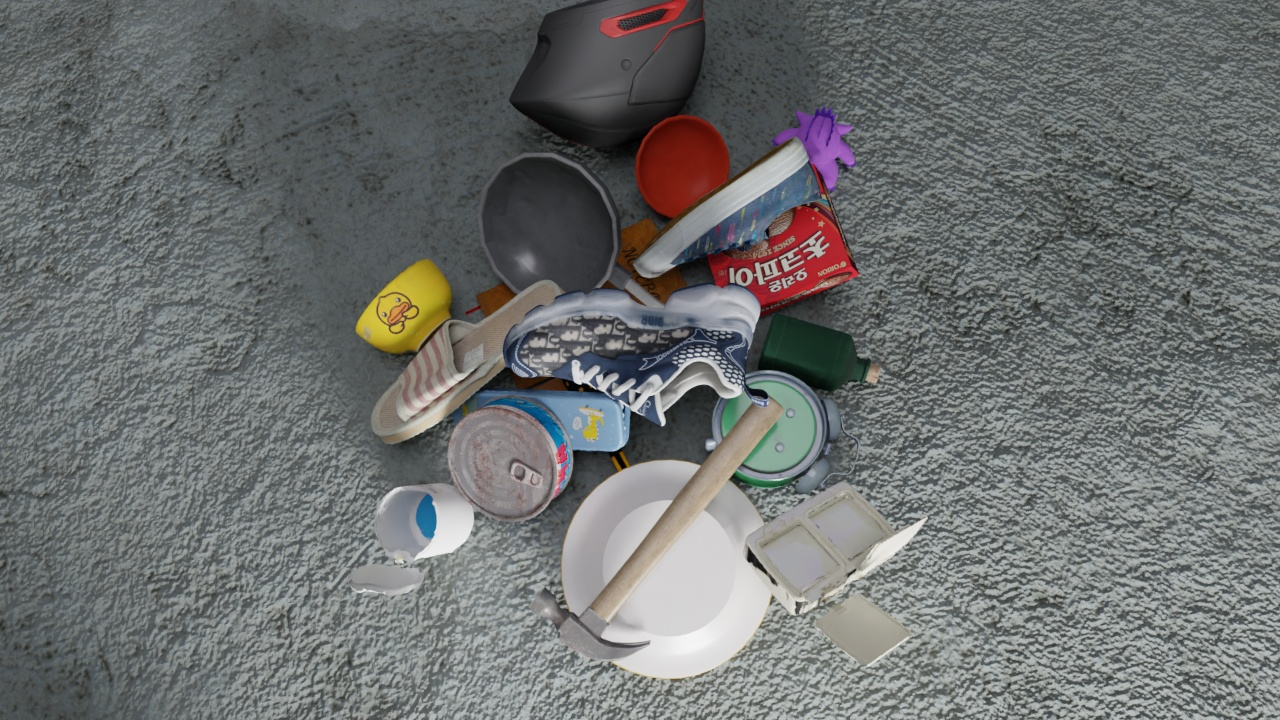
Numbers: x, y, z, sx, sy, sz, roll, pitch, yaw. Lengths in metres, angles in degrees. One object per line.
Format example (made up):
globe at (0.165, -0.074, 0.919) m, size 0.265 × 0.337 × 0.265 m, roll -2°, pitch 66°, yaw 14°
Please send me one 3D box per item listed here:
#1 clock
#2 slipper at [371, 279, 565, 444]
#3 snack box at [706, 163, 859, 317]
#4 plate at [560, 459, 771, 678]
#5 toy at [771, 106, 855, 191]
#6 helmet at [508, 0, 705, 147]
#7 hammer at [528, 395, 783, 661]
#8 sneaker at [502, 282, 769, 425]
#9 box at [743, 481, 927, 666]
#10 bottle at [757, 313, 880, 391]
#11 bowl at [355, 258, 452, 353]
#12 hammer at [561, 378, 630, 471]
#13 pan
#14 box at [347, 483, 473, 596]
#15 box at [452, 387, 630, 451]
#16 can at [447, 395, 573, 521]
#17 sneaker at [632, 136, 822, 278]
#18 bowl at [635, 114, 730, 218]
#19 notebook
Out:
clock at (0.158, 0.082, 1.004) m, size 0.162 × 0.075 × 0.121 m, roll 17°, pitch 74°, yaw 9°
slipper at (-0.196, -0.006, 1.014) m, size 0.263 × 0.052 × 0.115 m, roll -36°, pitch 37°, yaw 3°
snack box at (0.156, -0.132, 1.062) m, size 0.152 × 0.035 × 0.132 m, roll -23°, pitch 70°, yaw 22°
plate at (0.030, 0.219, 0.975) m, size 0.230 × 0.021 × 0.229 m, roll 0°, pitch 80°, yaw -2°
toy at (0.215, -0.265, 1.125) m, size 0.106 × 0.056 × 0.088 m, roll 18°, pitch 69°, yaw 7°
helmet at (-0.031, -0.346, 1.105) m, size 0.264 × 0.164 × 0.170 m, roll -20°, pitch 114°, yaw -13°
hammer at (0.034, 0.168, 0.952) m, size 0.119 × 0.031 × 0.331 m, roll 39°, pitch 84°, yaw 6°
sneaker at (-0.006, 0.005, 0.933) m, size 0.269 × 0.103 × 0.132 m, roll -5°, pitch 64°, yaw 0°
box at (0.206, 0.192, 0.920) m, size 0.145 × 0.095 × 0.186 m, roll -27°, pitch 31°, yaw -23°
bottle at (0.204, -0.003, 1.037) m, size 0.131 × 0.061 × 0.061 m, roll 17°, pitch 71°, yaw 8°
bowl at (-0.260, -0.052, 1.051) m, size 0.067 × 0.117 × 0.117 m, roll 43°, pitch 78°, yaw -1°
hammer at (-0.035, 0.081, 1.024) m, size 0.123 × 0.036 × 0.320 m, roll -26°, pitch 80°, yaw -6°
pan at (-0.028, -0.099, 1.039) m, size 0.357 × 0.041 × 0.179 m, roll 36°, pitch 120°, yaw 7°
box at (-0.235, 0.183, 0.949) m, size 0.084 × 0.162 × 0.112 m, roll 14°, pitch 85°, yaw 13°
box at (-0.114, 0.065, 1.002) m, size 0.210 × 0.049 × 0.066 m, roll 1°, pitch 89°, yaw 23°
can at (-0.141, 0.106, 0.989) m, size 0.130 × 0.044 × 0.130 m, roll 6°, pitch 108°, yaw 19°
sneaker at (0.100, -0.155, 1.043) m, size 0.236 × 0.087 × 0.079 m, roll -33°, pitch 102°, yaw 22°
bowl at (0.046, -0.235, 1.113) m, size 0.122 × 0.035 × 0.122 m, roll -5°, pitch 107°, yaw -19°
notebook at (-0.062, -0.047, 1.088) m, size 0.249 × 0.014 × 0.178 m, roll -25°, pitch 72°, yaw -6°
